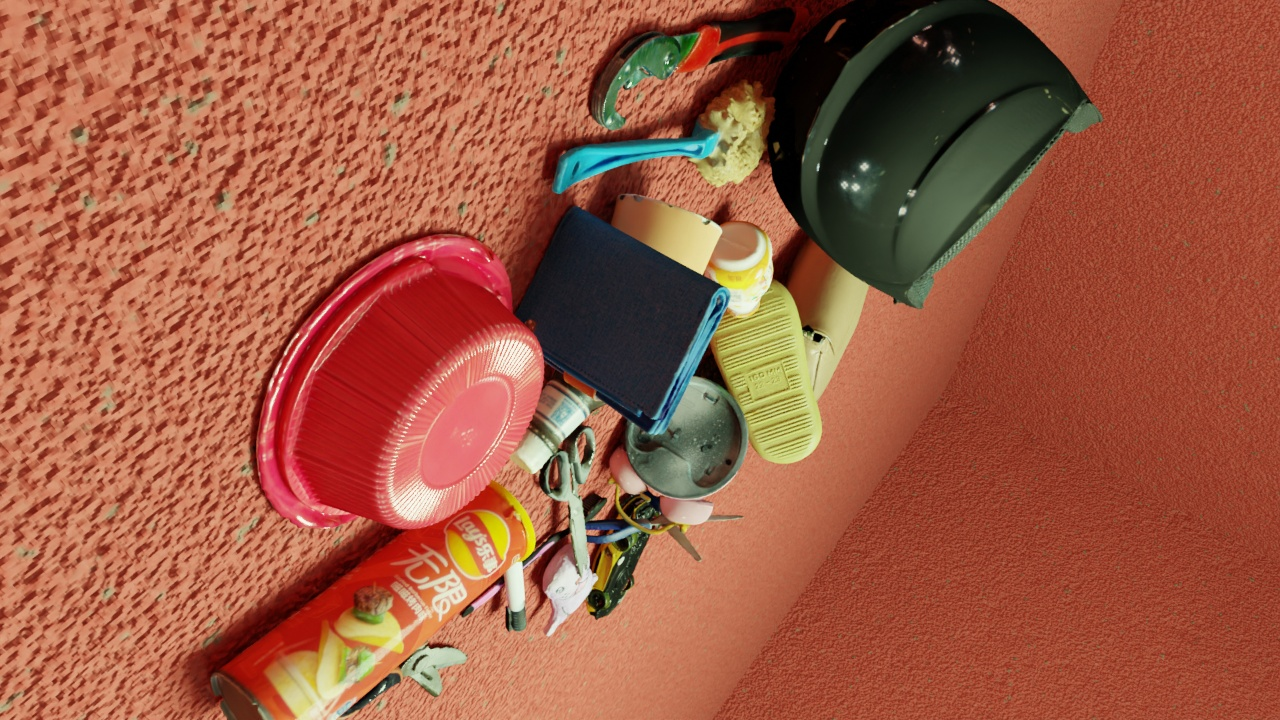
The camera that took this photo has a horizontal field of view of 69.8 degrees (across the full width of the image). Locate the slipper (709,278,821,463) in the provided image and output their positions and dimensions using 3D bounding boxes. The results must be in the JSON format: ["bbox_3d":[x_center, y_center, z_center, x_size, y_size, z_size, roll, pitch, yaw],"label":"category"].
[{"bbox_3d":[0.127,0.010,0.935,0.081,0.092,0.190,-12,86,-83],"label":"slipper"}]

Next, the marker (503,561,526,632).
[{"bbox_3d":[-0.113,0.195,0.807,0.022,0.018,0.131,-27,136,-30],"label":"marker"}]

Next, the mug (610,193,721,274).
[{"bbox_3d":[0.001,-0.046,0.647,0.078,0.078,0.122,22,86,-68],"label":"mug"}]

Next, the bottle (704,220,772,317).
[{"bbox_3d":[0.091,-0.080,0.849,0.063,0.063,0.108,-52,158,-16],"label":"bottle"}]

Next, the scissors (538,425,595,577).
[{"bbox_3d":[-0.053,0.129,0.833,0.136,0.014,0.174,-63,149,-10],"label":"scissors"}]

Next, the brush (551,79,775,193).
[{"bbox_3d":[0.023,-0.152,0.653,0.253,0.046,0.083,-26,145,-48],"label":"brush"}]

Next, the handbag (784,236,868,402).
[{"bbox_3d":[0.199,-0.055,1.051,0.148,0.100,0.204,88,24,-58],"label":"handbag"}]

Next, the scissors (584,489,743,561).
[{"bbox_3d":[0.014,0.158,0.914,0.162,0.173,0.012,-11,113,-18],"label":"scissors"}]

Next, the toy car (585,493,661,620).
[{"bbox_3d":[-0.024,0.219,1.013,0.071,0.041,0.156,-19,134,-58],"label":"toy car"}]

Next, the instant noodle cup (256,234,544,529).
[{"bbox_3d":[-0.121,0.027,0.532,0.193,0.066,0.194,-46,156,-28],"label":"instant noodle cup"}]

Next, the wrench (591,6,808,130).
[{"bbox_3d":[0.054,-0.220,0.651,0.272,0.016,0.056,-36,151,-44],"label":"wrench"}]

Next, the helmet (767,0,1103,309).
[{"bbox_3d":[0.216,-0.192,0.759,0.234,0.230,0.274,-49,-157,15],"label":"helmet"}]

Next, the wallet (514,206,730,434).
[{"bbox_3d":[-0.016,-0.026,0.591,0.040,0.133,0.106,9,110,-57],"label":"wallet"}]

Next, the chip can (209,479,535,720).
[{"bbox_3d":[-0.165,0.160,0.600,0.215,0.073,0.073,-36,149,-43],"label":"chip can"}]

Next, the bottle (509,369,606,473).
[{"bbox_3d":[-0.033,0.002,0.704,0.194,0.044,0.080,-50,136,-19],"label":"bottle"}]

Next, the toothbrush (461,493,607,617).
[{"bbox_3d":[-0.097,0.177,0.850,0.188,0.018,0.014,-35,147,-39],"label":"toothbrush"}]

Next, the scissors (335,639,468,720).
[{"bbox_3d":[-0.190,0.241,0.726,0.215,0.015,0.196,-26,141,-55],"label":"scissors"}]

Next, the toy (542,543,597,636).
[{"bbox_3d":[-0.074,0.222,0.914,0.083,0.039,0.108,-49,157,-30],"label":"toy"}]

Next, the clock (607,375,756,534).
[{"bbox_3d":[0.035,0.093,0.886,0.158,0.117,0.060,-58,170,-7],"label":"clock"}]

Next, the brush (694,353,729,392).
[{"bbox_3d":[0.085,0.037,0.995,0.143,0.055,0.074,-48,155,-25],"label":"brush"}]
